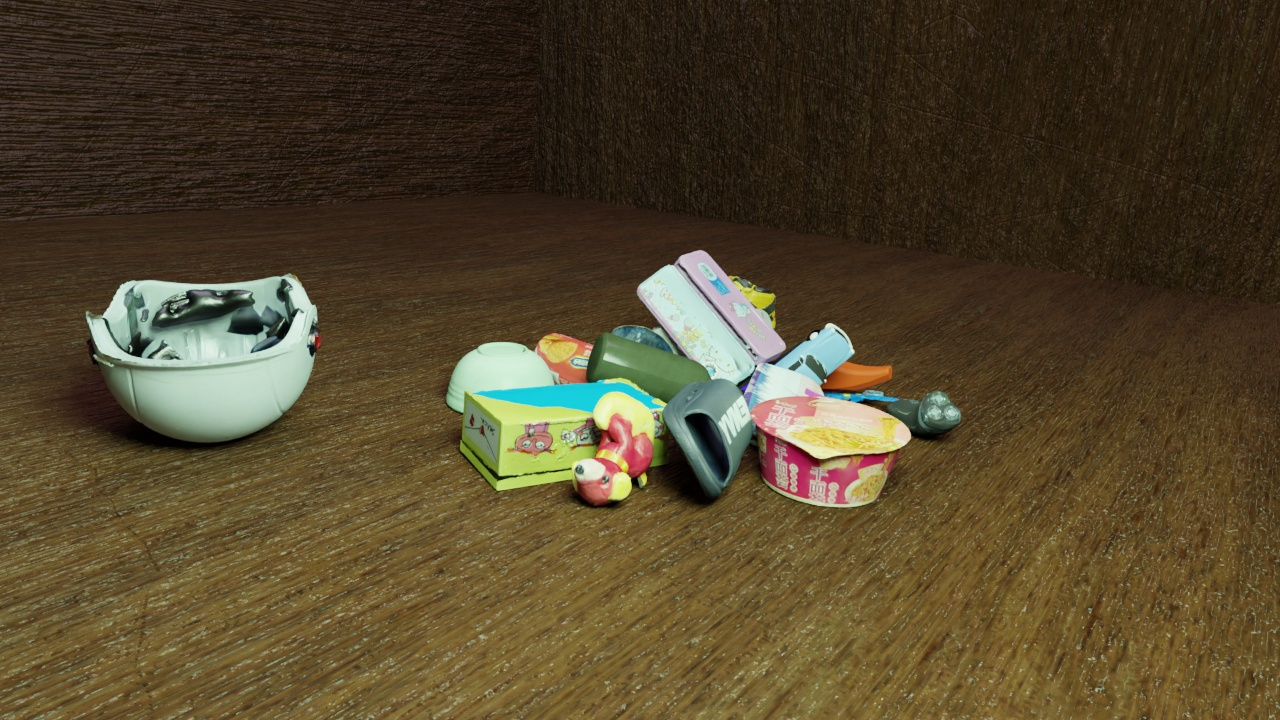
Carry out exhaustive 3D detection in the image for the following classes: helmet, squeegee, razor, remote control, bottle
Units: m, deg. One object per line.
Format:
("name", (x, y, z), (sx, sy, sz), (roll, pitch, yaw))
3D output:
("helmet", (-0.487, 0.008, 1.047), (0.236, 0.164, 0.264), (-7, 25, -21))
("squeegee", (0.279, 0.018, 1.358), (0.185, 0.055, 0.248), (-1, 17, 33))
("razor", (0.378, 0.067, 1.244), (0.053, 0.064, 0.140), (2, 5, -13))
("remote control", (0.171, 0.019, 1.445), (0.032, 0.015, 0.136), (14, 19, 32))
("bottle", (0.035, 0.026, 1.200), (0.206, 0.071, 0.071), (17, 13, -15))

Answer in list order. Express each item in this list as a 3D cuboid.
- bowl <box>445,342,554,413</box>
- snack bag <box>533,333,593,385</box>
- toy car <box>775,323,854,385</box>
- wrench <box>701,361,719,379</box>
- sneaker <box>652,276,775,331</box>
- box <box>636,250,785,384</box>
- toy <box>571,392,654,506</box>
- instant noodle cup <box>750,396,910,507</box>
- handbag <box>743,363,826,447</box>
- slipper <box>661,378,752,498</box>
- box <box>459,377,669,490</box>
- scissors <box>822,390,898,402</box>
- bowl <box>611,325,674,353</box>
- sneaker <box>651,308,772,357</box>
("bowl", (-0.186, 0.021, 1.239), (0.151, 0.077, 0.150), (3, 16, -1))
("snack bag", (-0.083, 0.015, 1.289), (0.176, 0.082, 0.082), (20, 22, 41))
("toy car", (0.221, 0.015, 1.254), (0.056, 0.154, 0.054), (43, 18, -24))
("wrench", (-0.014, 0.004, 1.378), (0.274, 0.047, 0.009), (7, -19, 21))
("sneaker", (0.134, -0.083, 1.604), (0.238, 0.122, 0.086), (-2, 16, -23))
("box", (0.108, -0.064, 1.390), (0.148, 0.051, 0.214), (-32, 74, -24))
("toy", (-0.024, 0.099, 0.982), (0.067, 0.105, 0.137), (-16, 33, 40))
("instant noodle cup", (0.210, 0.105, 1.045), (0.178, 0.078, 0.178), (4, 17, -1))
("handbag", (0.214, 0.076, 1.168), (0.170, 0.068, 0.144), (18, 45, 13))
("slipper", (0.090, 0.074, 1.039), (0.083, 0.110, 0.267), (-26, 5, 10))
("box", (-0.084, 0.080, 1.061), (0.220, 0.082, 0.124), (-3, 18, -33))
("scissors", (0.322, 0.055, 1.353), (0.126, 0.014, 0.130), (6, 11, 34))
("bowl", (-0.008, 0.008, 1.316), (0.110, 0.110, 0.055), (9, 39, 17))
("sneaker", (0.089, -0.031, 1.460), (0.235, 0.099, 0.089), (-12, 5, -20))
